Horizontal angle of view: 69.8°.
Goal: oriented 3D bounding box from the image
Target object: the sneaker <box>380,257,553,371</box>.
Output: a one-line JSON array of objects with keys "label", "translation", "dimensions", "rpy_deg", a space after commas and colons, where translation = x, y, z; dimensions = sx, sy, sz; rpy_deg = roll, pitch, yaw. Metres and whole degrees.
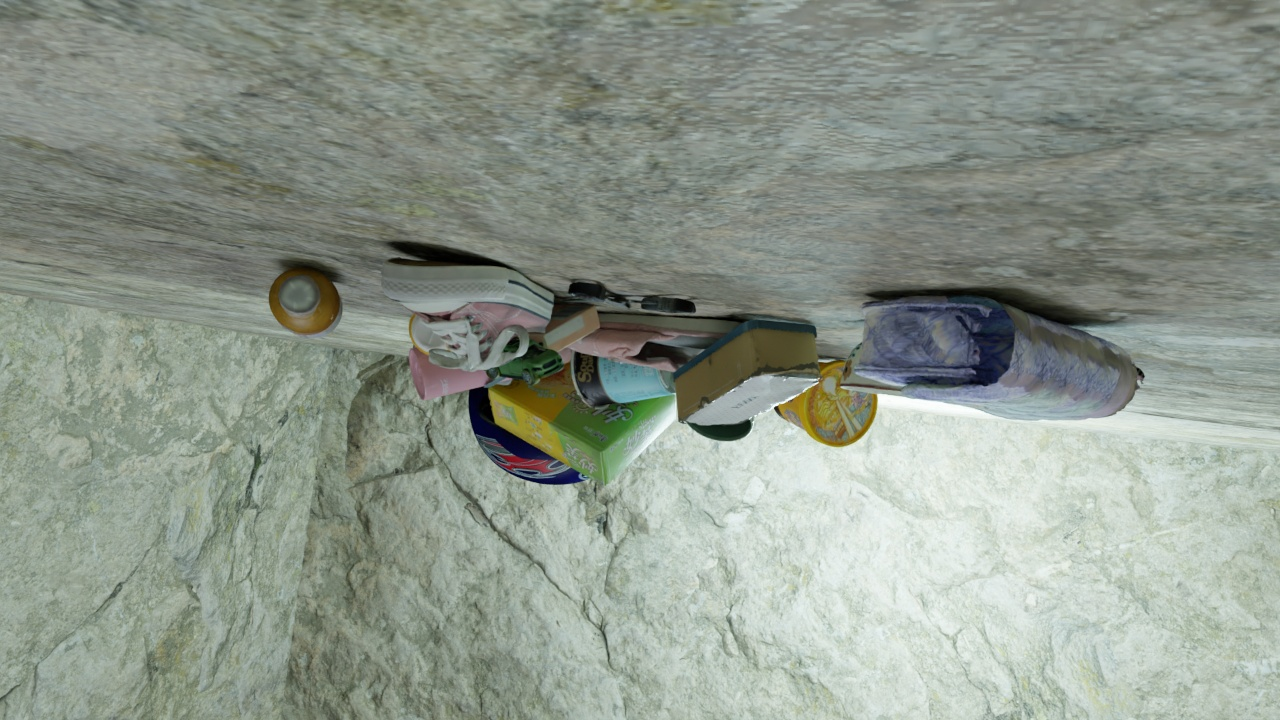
[{"label": "sneaker", "translation": [-0.142, -0.034, 0.793], "dimensions": [0.118, 0.088, 0.241], "rpy_deg": [6, 178, 16]}]

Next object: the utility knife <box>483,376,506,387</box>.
[{"label": "utility knife", "translation": [-0.124, 0.001, 1.052], "dimensions": [0.029, 0.013, 0.217], "rpy_deg": [-10, 169, -41]}]

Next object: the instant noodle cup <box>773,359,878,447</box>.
[{"label": "instant noodle cup", "translation": [0.250, 0.052, 1.283], "dimensions": [0.118, 0.118, 0.114], "rpy_deg": [8, -175, -23]}]

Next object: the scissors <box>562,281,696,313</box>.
[{"label": "scissors", "translation": [-0.024, -0.054, 0.848], "dimensions": [0.181, 0.014, 0.159], "rpy_deg": [6, 177, 39]}]

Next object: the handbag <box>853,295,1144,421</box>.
[{"label": "handbag", "translation": [0.259, 0.002, 0.673], "dimensions": [0.193, 0.075, 0.134], "rpy_deg": [9, 176, -39]}]

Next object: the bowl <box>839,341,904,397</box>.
[{"label": "bowl", "translation": [0.239, 0.001, 0.818], "dimensions": [0.113, 0.062, 0.113], "rpy_deg": [8, 177, 0]}]

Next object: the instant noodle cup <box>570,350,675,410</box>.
[{"label": "instant noodle cup", "translation": [-0.007, 0.007, 1.146], "dimensions": [0.121, 0.111, 0.111], "rpy_deg": [-3, 172, 33]}]

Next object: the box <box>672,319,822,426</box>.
[{"label": "box", "translation": [0.107, 0.015, 0.931], "dimensions": [0.089, 0.060, 0.185], "rpy_deg": [5, 156, -27]}]

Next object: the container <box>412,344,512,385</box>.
[{"label": "container", "translation": [-0.231, -0.023, 1.205], "dimensions": [0.114, 0.090, 0.090], "rpy_deg": [13, 173, -35]}]

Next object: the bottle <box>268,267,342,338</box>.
[{"label": "bottle", "translation": [-0.347, -0.060, 0.952], "dimensions": [0.068, 0.068, 0.190], "rpy_deg": [8, 177, -16]}]

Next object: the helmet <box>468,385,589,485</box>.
[{"label": "helmet", "translation": [-0.125, 0.082, 1.482], "dimensions": [0.316, 0.240, 0.247], "rpy_deg": [5, 178, 25]}]

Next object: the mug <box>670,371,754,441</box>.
[{"label": "mug", "translation": [0.090, 0.026, 1.109], "dimensions": [0.111, 0.106, 0.082], "rpy_deg": [25, 141, -10]}]

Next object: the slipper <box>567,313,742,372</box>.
[{"label": "slipper", "translation": [0.013, -0.018, 1.018], "dimensions": [0.275, 0.054, 0.114], "rpy_deg": [2, 174, 35]}]

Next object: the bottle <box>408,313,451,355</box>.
[{"label": "bottle", "translation": [-0.229, -0.042, 1.072], "dimensions": [0.063, 0.063, 0.108], "rpy_deg": [7, -169, 1]}]

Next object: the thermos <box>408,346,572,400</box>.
[{"label": "thermos", "translation": [-0.184, 0.002, 1.147], "dimensions": [0.198, 0.087, 0.067], "rpy_deg": [-14, -128, -26]}]

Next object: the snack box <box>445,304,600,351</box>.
[{"label": "snack box", "translation": [-0.128, -0.035, 0.973], "dimensions": [0.157, 0.026, 0.084], "rpy_deg": [4, -155, 39]}]

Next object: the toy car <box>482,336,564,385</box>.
[{"label": "toy car", "translation": [-0.116, -0.001, 0.889], "dimensions": [0.091, 0.036, 0.043], "rpy_deg": [11, -153, 36]}]

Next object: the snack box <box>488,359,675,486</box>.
[{"label": "snack box", "translation": [-0.079, 0.059, 1.255], "dimensions": [0.210, 0.070, 0.157], "rpy_deg": [26, -131, 30]}]
